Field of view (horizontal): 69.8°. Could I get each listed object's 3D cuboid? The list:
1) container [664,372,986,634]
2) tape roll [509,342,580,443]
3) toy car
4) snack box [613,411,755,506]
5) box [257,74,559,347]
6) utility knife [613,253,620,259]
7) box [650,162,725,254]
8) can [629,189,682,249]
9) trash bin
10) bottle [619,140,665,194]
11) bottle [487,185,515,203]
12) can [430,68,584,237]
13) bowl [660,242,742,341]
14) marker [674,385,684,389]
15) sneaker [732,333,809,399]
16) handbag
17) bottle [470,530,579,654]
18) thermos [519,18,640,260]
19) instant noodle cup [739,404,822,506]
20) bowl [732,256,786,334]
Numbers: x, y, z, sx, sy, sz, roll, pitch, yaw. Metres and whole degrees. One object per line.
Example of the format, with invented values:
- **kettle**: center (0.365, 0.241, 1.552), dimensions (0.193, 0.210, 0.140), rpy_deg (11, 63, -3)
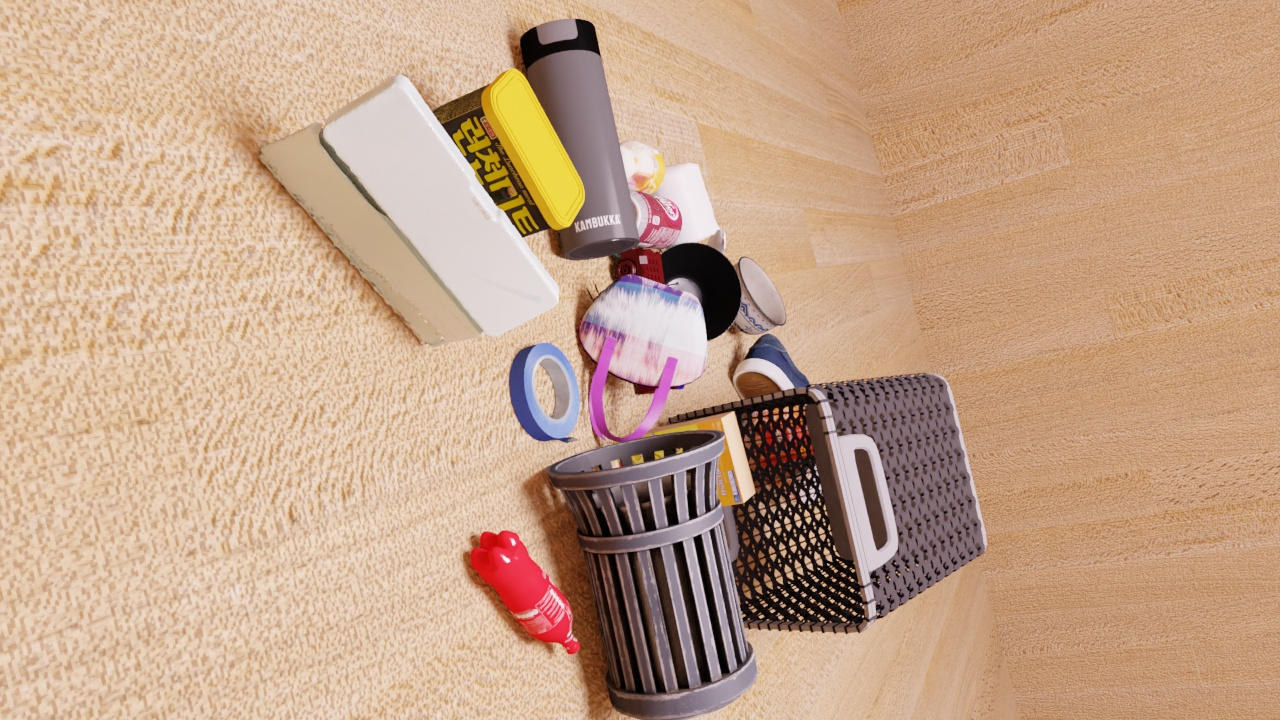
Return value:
- **container**: center (0.214, 0.151, 1.051), dimensions (0.243, 0.246, 0.247), rpy_deg (-9, 84, -39)
- **tape roll**: center (-0.089, 0.030, 0.864), dimensions (0.091, 0.016, 0.093), rpy_deg (23, 57, -58)
- **toy car**: center (0.020, -0.049, 1.056), dimensions (0.070, 0.062, 0.169), rpy_deg (-2, 84, -63)
- **snack box**: center (0.046, 0.112, 0.964), dimensions (0.040, 0.126, 0.088), rpy_deg (-18, 93, -63)
- **box**: center (-0.160, -0.090, 0.650), dimensions (0.197, 0.136, 0.043), rpy_deg (56, 27, -34)
- **utility knife**: center (-0.022, -0.126, 1.082), dimensions (0.168, 0.015, 0.022), rpy_deg (8, 69, -58)
- **box**: center (0.065, -0.177, 1.188), dimensions (0.091, 0.081, 0.161), rpy_deg (-23, 103, -21)
- **can**: center (0.002, -0.166, 1.087), dimensions (0.114, 0.063, 0.063), rpy_deg (-7, 83, -63)
- **trash bin**: center (0.018, 0.194, 0.841), dimensions (0.164, 0.165, 0.227), rpy_deg (-18, 96, -63)
- **bottle**: center (-0.015, -0.228, 1.084), dimensions (0.108, 0.063, 0.063), rpy_deg (-11, 87, -64)
- **bottle**: center (-0.144, -0.120, 0.731), dimensions (0.025, 0.106, 0.025), rpy_deg (37, 46, -51)
- **can**: center (-0.127, -0.167, 0.794), dimensions (0.131, 0.101, 0.072), rpy_deg (60, 30, -28)
- **bowl**: center (0.059, -0.081, 1.140), dimensions (0.052, 0.124, 0.124), rpy_deg (163, -86, -77)
- **marker**: center (0.051, -0.027, 1.162), dimensions (0.020, 0.020, 0.141), rpy_deg (47, 38, -44)
- **sneaker**: center (0.238, 0.073, 1.388), dimensions (0.294, 0.121, 0.127), rpy_deg (55, 46, -30)
- **handbag**: center (-0.006, 0.006, 0.956), dimensions (0.068, 0.144, 0.169), rpy_deg (123, -16, -71)
- **bottle**: center (-0.089, 0.195, 0.755), dimensions (0.141, 0.042, 0.041), rpy_deg (60, 31, -30)
- **thermos**: center (-0.065, -0.233, 0.968), dimensions (0.082, 0.082, 0.240), rpy_deg (-2, 79, -63)
- **instant noodle cup**: center (0.211, 0.141, 1.297), dimensions (0.122, 0.124, 0.123), rpy_deg (59, 30, -48)
- **bowl**: center (0.155, -0.087, 1.335), dimensions (0.115, 0.059, 0.115), rpy_deg (39, 32, -32)
